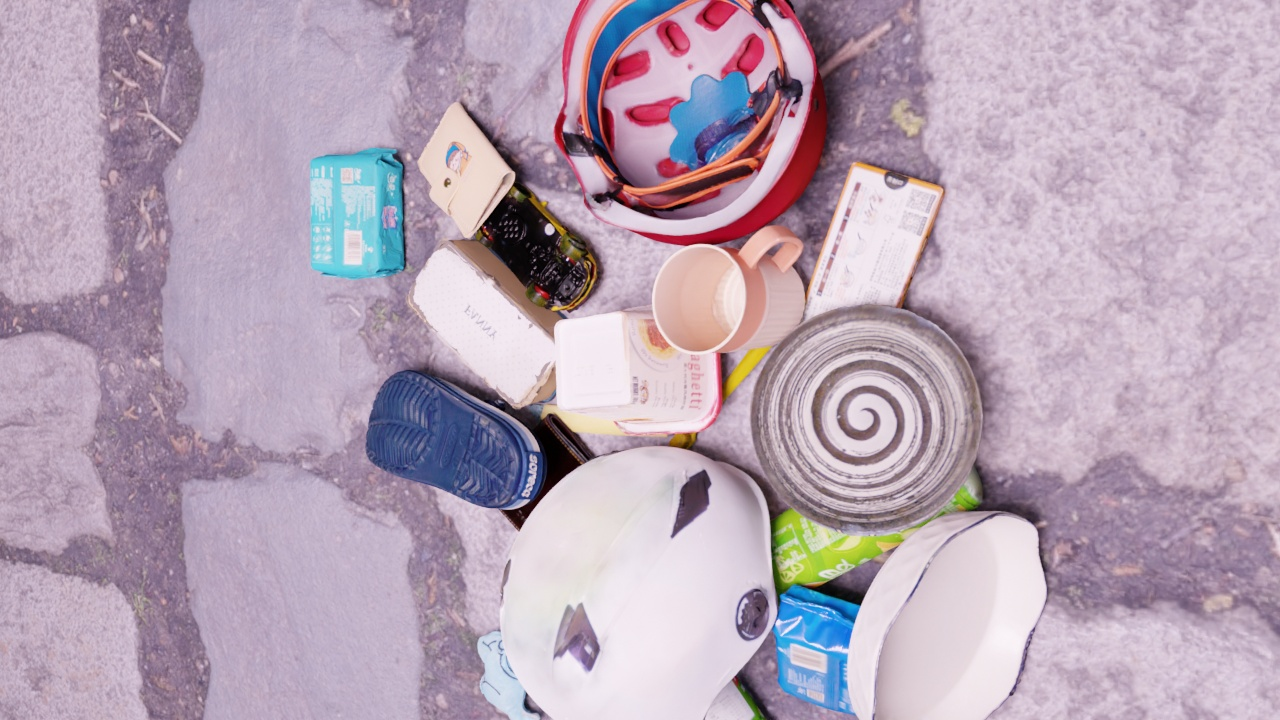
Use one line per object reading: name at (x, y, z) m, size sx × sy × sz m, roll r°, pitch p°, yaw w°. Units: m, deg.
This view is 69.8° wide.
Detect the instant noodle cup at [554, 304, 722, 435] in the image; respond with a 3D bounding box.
instant noodle cup at (-0.005, 0.005, 0.777) m, size 0.117 × 0.124 × 0.116 m, roll -6°, pitch 83°, yaw 35°

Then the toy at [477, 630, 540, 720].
toy at (-0.097, 0.302, 0.911) m, size 0.156 × 0.049 × 0.161 m, roll 7°, pitch 104°, yaw 24°

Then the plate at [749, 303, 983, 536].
plate at (0.173, 0.046, 0.713) m, size 0.180 × 0.024 × 0.179 m, roll -5°, pitch 79°, yaw 26°

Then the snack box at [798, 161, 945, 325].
snack box at (0.185, -0.078, 0.752) m, size 0.075 × 0.026 × 0.154 m, roll 23°, pitch 105°, yaw 20°

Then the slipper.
slipper at (-0.171, 0.076, 0.887) m, size 0.253 × 0.095 × 0.105 m, roll 13°, pitch 88°, yaw 43°

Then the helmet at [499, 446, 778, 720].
helmet at (-0.020, 0.172, 0.748) m, size 0.229 × 0.146 × 0.258 m, roll 18°, pitch 74°, yaw 48°

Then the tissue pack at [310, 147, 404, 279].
tissue pack at (-0.288, -0.149, 0.932) m, size 0.093 × 0.050 × 0.133 m, roll 5°, pitch 99°, yaw 24°

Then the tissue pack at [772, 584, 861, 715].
tissue pack at (0.162, 0.244, 0.765) m, size 0.095 × 0.052 × 0.157 m, roll 13°, pitch 142°, yaw 22°

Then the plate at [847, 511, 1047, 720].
plate at (0.229, 0.205, 0.690) m, size 0.046 × 0.204 × 0.205 m, roll 23°, pitch 107°, yaw 49°

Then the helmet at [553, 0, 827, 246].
helmet at (0.048, -0.198, 0.737) m, size 0.207 × 0.143 × 0.239 m, roll -27°, pitch 69°, yaw 22°

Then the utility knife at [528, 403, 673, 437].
utility knife at (-0.037, 0.055, 0.870) m, size 0.167 × 0.018 × 0.031 m, roll 1°, pitch 93°, yaw 22°

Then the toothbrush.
toothbrush at (0.081, 0.015, 0.800) m, size 0.191 × 0.016 × 0.015 m, roll -53°, pitch 56°, yaw 27°

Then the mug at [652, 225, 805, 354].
mug at (0.081, -0.058, 0.720) m, size 0.081 × 0.105 × 0.115 m, roll 51°, pitch 119°, yaw 22°

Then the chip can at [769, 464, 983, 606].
chip can at (0.172, 0.135, 0.761) m, size 0.222 × 0.072 × 0.072 m, roll -35°, pitch 83°, yaw 24°

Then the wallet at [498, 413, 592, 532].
wallet at (-0.093, 0.123, 0.897) m, size 0.096 × 0.020 × 0.123 m, roll 49°, pitch 120°, yaw 10°

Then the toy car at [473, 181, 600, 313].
toy car at (-0.101, -0.111, 0.861) m, size 0.156 × 0.041 × 0.071 m, roll 45°, pitch 109°, yaw 22°

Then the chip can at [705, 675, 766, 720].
chip can at (0.069, 0.319, 0.828) m, size 0.072 × 0.072 × 0.236 m, roll -39°, pitch 81°, yaw 22°

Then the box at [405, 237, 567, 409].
box at (-0.133, -0.033, 0.878) m, size 0.184 × 0.062 × 0.090 m, roll 44°, pitch 111°, yaw 10°

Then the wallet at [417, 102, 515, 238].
wallet at (-0.172, -0.180, 0.878) m, size 0.087 × 0.024 × 0.115 m, roll -52°, pitch 59°, yaw 25°
